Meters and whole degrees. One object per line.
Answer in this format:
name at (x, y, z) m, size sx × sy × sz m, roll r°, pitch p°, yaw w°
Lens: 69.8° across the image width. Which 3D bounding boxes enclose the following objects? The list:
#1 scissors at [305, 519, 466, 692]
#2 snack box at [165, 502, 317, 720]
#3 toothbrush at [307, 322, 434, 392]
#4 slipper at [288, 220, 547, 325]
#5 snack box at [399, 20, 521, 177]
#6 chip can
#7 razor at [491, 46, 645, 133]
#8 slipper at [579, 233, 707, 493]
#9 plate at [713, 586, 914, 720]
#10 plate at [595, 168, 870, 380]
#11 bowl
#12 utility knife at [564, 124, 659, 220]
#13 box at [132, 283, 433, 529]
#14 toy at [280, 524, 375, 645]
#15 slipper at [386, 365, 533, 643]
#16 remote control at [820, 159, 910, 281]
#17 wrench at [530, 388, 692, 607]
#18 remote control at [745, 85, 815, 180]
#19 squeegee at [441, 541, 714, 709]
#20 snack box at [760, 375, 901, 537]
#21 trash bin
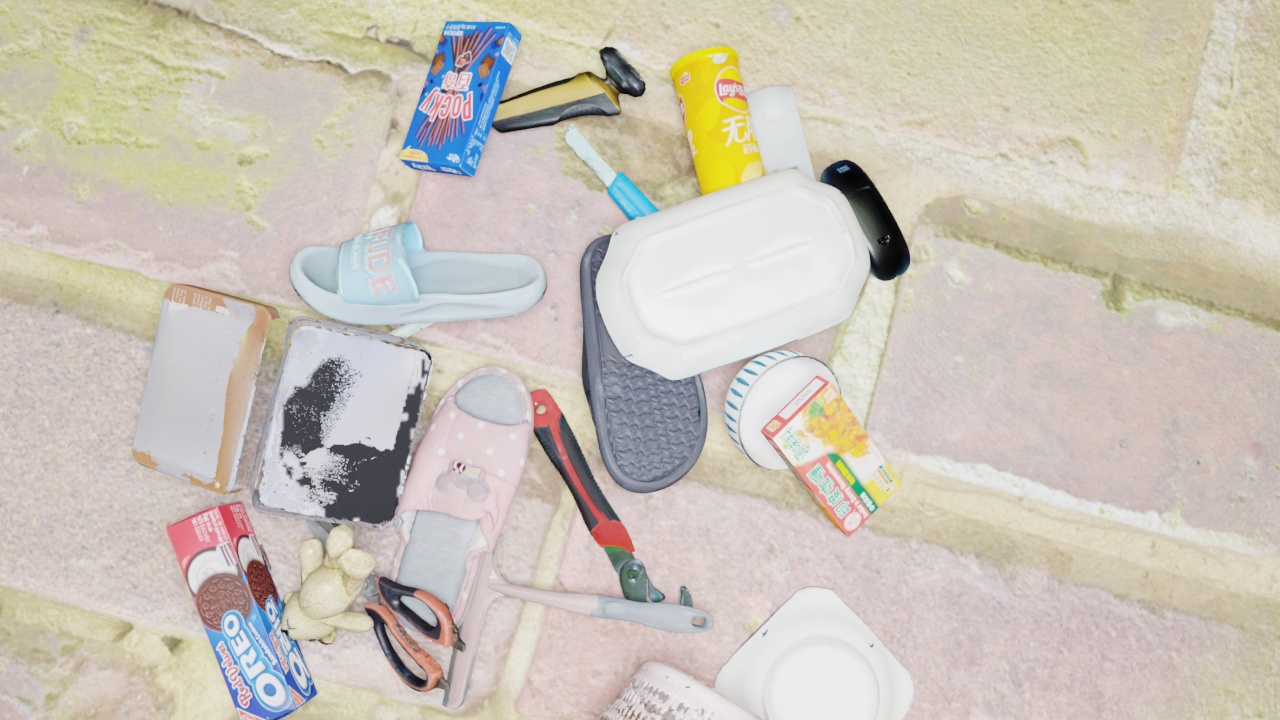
scissors at (-0.244, 0.211, 0.867) m, size 0.197 × 0.015 × 0.205 m, roll -9°, pitch 92°, yaw 28°
snack box at (-0.375, 0.240, 0.868) m, size 0.057 × 0.058 × 0.207 m, roll -23°, pitch 86°, yaw -2°
toothbrush at (-0.244, -0.023, 0.919) m, size 0.189 × 0.020 × 0.029 m, roll -31°, pitch 54°, yaw -6°
slipper at (-0.213, -0.087, 0.879) m, size 0.245 × 0.103 × 0.074 m, roll 0°, pitch 127°, yaw -6°
snack box at (-0.181, -0.265, 0.923) m, size 0.085 × 0.026 × 0.157 m, roll 13°, pitch 83°, yaw 30°
chip can at (0.087, -0.201, 0.924) m, size 0.072 × 0.072 × 0.213 m, roll -13°, pitch 86°, yaw -4°
razor at (-0.079, -0.270, 0.934) m, size 0.167 × 0.062 × 0.068 m, roll -15°, pitch 116°, yaw 2°
slipper at (-0.005, 0.005, 0.902) m, size 0.110 × 0.083 × 0.267 m, roll -4°, pitch 67°, yaw -13°
plate at (0.173, 0.324, 0.892) m, size 0.163 × 0.034 × 0.164 m, roll -44°, pitch 88°, yaw -6°
plate at (0.090, -0.085, 0.857) m, size 0.265 × 0.034 × 0.162 m, roll -18°, pitch 86°, yaw -6°
bowl at (0.129, 0.042, 0.892) m, size 0.116 × 0.066 × 0.116 m, roll -8°, pitch 110°, yaw -23°
utility knife at (-0.005, -0.159, 0.940) m, size 0.034 × 0.018 × 0.216 m, roll -41°, pitch 88°, yaw -4°
box at (-0.336, 0.042, 0.847) m, size 0.274 × 0.125 × 0.179 m, roll 14°, pitch 92°, yaw -1°
toy at (-0.285, 0.208, 0.839) m, size 0.105 × 0.066 × 0.158 m, roll 45°, pitch 127°, yaw 8°
slipper at (-0.178, 0.135, 0.874) m, size 0.114 × 0.054 × 0.274 m, roll 19°, pitch 89°, yaw 15°
remote control at (0.234, -0.147, 0.946) m, size 0.053 × 0.024 × 0.136 m, roll -29°, pitch 86°, yaw -6°
wrench at (-0.039, 0.148, 0.910) m, size 0.056 × 0.016 × 0.273 m, roll -33°, pitch 86°, yaw -2°
remote control at (0.145, -0.217, 0.952) m, size 0.056 × 0.019 × 0.135 m, roll -13°, pitch 85°, yaw -3°
squeegee at (-0.053, 0.231, 0.877) m, size 0.250 × 0.040 × 0.247 m, roll 9°, pitch 84°, yaw 5°
snack box at (0.185, 0.094, 0.882) m, size 0.077 × 0.027 × 0.156 m, roll -43°, pitch 119°, yaw -6°
trash bin at (0.023, 0.384, 0.804) m, size 0.227 × 0.228 × 0.191 m, roll 31°, pitch 71°, yaw 1°
